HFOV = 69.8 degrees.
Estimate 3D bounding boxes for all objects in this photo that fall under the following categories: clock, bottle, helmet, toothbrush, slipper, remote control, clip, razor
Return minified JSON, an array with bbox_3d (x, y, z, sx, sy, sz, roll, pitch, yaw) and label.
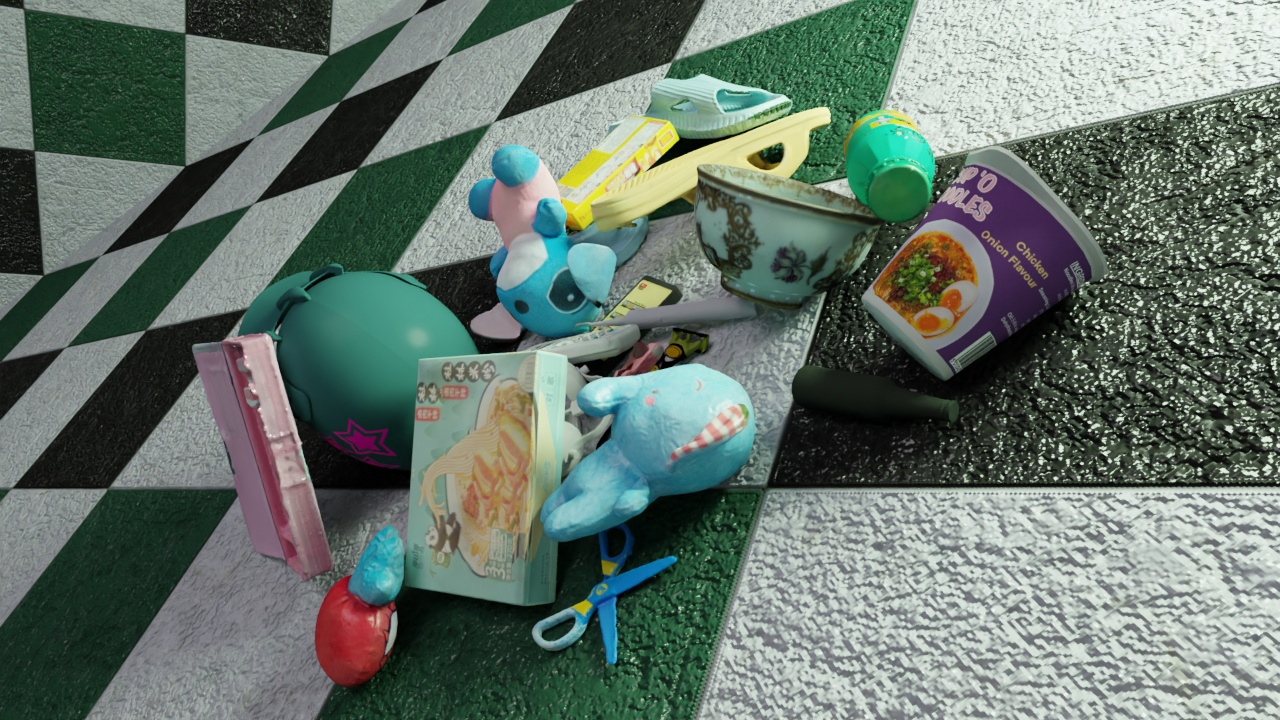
[{"bbox_3d":[-0.069,-0.140,1.015,0.162,0.060,0.117,-21,39,18],"label":"clock"},{"bbox_3d":[0.199,-0.154,0.732,0.068,0.068,0.209,-24,16,19],"label":"bottle"},{"bbox_3d":[-0.092,0.060,0.820,0.159,0.061,0.119,-16,43,21],"label":"clock"},{"bbox_3d":[-0.287,-0.004,0.931,0.275,0.200,0.176,12,59,47],"label":"helmet"},{"bbox_3d":[0.020,-0.040,0.844,0.188,0.018,0.019,-5,45,28],"label":"toothbrush"},{"bbox_3d":[0.166,0.027,0.652,0.123,0.033,0.033,10,57,46],"label":"bottle"},{"bbox_3d":[0.076,-0.174,0.906,0.263,0.078,0.099,-27,16,-17],"label":"slipper"},{"bbox_3d":[0.056,-0.288,1.040,0.115,0.069,0.277,-24,20,-36],"label":"slipper"},{"bbox_3d":[-0.062,-0.009,0.862,0.134,0.022,0.050,-11,12,36],"label":"remote control"},{"bbox_3d":[-0.021,-0.028,0.890,0.133,0.013,0.058,-47,37,-13],"label":"remote control"},{"bbox_3d":[0.002,0.004,0.831,0.045,0.023,0.059,-17,35,28],"label":"clip"},{"bbox_3d":[0.006,0.028,0.801,0.044,0.021,0.144,15,63,48],"label":"razor"}]

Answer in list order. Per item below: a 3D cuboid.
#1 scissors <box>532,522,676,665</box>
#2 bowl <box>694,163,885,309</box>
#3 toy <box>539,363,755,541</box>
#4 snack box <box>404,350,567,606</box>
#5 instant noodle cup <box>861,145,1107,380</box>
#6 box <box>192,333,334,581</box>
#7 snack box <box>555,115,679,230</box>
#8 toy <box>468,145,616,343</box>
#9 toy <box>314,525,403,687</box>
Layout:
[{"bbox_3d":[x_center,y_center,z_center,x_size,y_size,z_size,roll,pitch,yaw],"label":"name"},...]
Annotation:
[{"bbox_3d":[-0.028,0.170,0.677,0.126,0.013,0.125,-32,34,15],"label":"scissors"},{"bbox_3d":[0.113,-0.098,0.764,0.160,0.159,0.094,41,122,54],"label":"bowl"},{"bbox_3d":[-0.003,0.062,0.681,0.180,0.115,0.183,-30,9,-8],"label":"toy"},{"bbox_3d":[-0.127,0.092,0.746,0.142,0.044,0.193,-3,82,38],"label":"snack box"},{"bbox_3d":[0.222,-0.060,0.627,0.122,0.136,0.122,-45,49,7],"label":"instant noodle cup"},{"bbox_3d":[-0.368,0.089,0.896,0.039,0.233,0.179,-20,13,-38],"label":"box"},{"bbox_3d":[-0.035,-0.204,0.985,0.152,0.025,0.075,-45,38,-13],"label":"snack box"},{"bbox_3d":[-0.114,-0.108,0.930,0.098,0.191,0.225,-23,0,-38],"label":"toy"},{"bbox_3d":[-0.226,0.201,0.756,0.092,0.062,0.133,27,92,53],"label":"toy"}]
